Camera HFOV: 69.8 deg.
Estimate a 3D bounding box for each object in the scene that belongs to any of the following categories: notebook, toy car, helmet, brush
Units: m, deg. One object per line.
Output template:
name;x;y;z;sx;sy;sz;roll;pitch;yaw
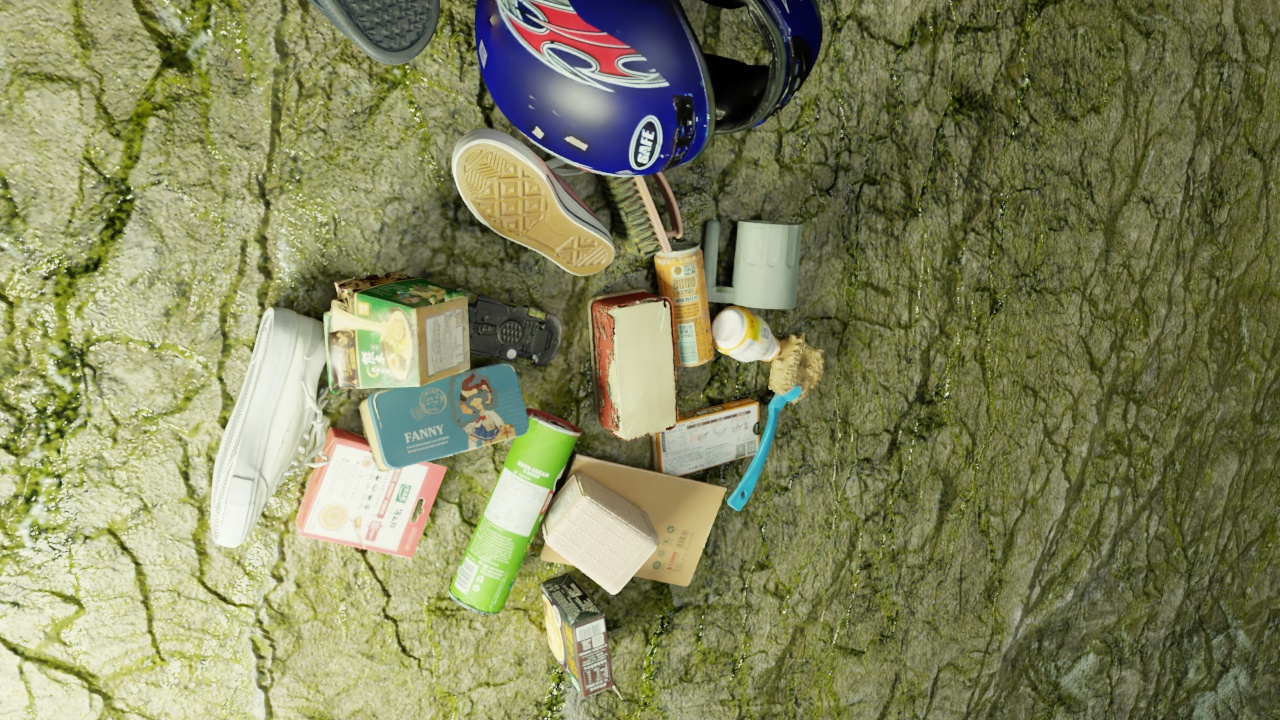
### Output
notebook;-0.008;0.204;1.157;0.207;0.008;0.148;15;104;-19
toy car;-0.161;-0.035;1.021;0.158;0.042;0.070;14;97;-29
helmet;-0.008;-0.295;0.880;0.315;0.248;0.239;27;64;8
brush;0.174;0.079;1.200;0.083;0.046;0.254;40;68;-37
brush;-0.003;-0.192;1.049;0.073;0.063;0.146;-29;114;-14

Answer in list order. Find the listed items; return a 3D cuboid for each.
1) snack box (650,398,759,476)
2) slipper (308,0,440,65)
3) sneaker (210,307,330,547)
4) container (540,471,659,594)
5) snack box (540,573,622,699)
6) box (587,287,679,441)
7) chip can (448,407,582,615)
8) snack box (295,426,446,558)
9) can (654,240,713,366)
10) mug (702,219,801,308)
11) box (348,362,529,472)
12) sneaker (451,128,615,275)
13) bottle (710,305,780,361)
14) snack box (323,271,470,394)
snack box;0.087;0.101;1.198;0.153;0.026;0.075;-12;109;-24
slipper;-0.287;-0.390;0.844;0.110;0.083;0.268;-40;101;-22
sneaker;-0.362;0.072;0.926;0.090;0.090;0.242;17;89;-35
container;-0.052;0.200;1.092;0.111;0.090;0.090;39;96;-20
snack box;-0.074;0.345;1.131;0.053;0.113;0.126;-13;109;-23
box;-0.006;0.006;1.092;0.091;0.080;0.168;-12;109;-25
chip can;-0.147;0.175;1.070;0.072;0.072;0.236;22;93;-31
snack box;-0.293;0.145;1.001;0.127;0.044;0.113;20;93;-29
can;0.053;-0.068;1.114;0.058;0.058;0.146;-17;111;-23
mug;0.137;-0.121;1.139;0.124;0.083;0.103;3;102;-3
box;-0.215;0.061;0.984;0.183;0.059;0.090;-16;88;-36
sneaker;-0.114;-0.178;0.980;0.118;0.087;0.241;-33;143;19
bottle;0.137;-0.028;1.164;0.108;0.063;0.063;22;93;-49
snack box;-0.236;-0.023;0.921;0.118;0.106;0.117;-24;119;-57
